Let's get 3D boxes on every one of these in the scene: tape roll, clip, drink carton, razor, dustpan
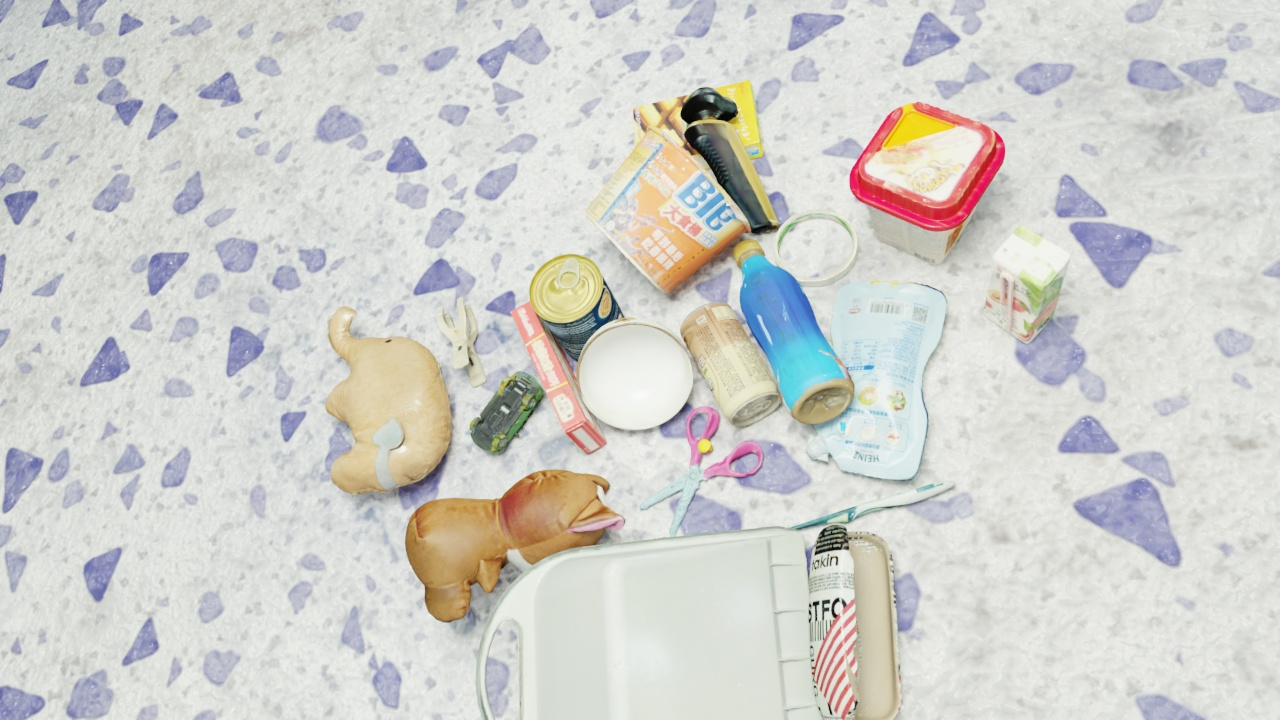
[{"bbox_3d":[0.180,-0.117,0.946,0.086,0.014,0.085,-6,66,14],"label":"tape roll"},{"bbox_3d":[-0.195,-0.022,1.006,0.035,0.072,0.100,-25,57,4],"label":"clip"},{"bbox_3d":[0.340,-0.064,0.814,0.053,0.122,0.045,40,84,26],"label":"drink carton"},{"bbox_3d":[0.099,-0.209,0.970,0.067,0.062,0.167,-25,84,-22],"label":"razor"},{"bbox_3d":[0.007,0.257,0.772,0.143,0.257,0.222,-26,61,51],"label":"dustpan"}]

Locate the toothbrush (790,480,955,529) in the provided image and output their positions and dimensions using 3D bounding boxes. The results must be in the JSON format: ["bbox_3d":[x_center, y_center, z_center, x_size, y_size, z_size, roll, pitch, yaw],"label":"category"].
[{"bbox_3d":[0.192,0.142,0.831,0.192,0.016,0.018,-19,73,9],"label":"toothbrush"}]

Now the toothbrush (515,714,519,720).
[{"bbox_3d":[-0.025,0.307,0.823,0.190,0.029,0.020,-15,22,11],"label":"toothbrush"}]

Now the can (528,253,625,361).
[{"bbox_3d":[-0.060,-0.049,0.936,0.075,0.111,0.075,-6,65,12],"label":"can"}]

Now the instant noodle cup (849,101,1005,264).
[{"bbox_3d":[0.272,-0.162,0.876,0.117,0.124,0.116,30,78,25],"label":"instant noodle cup"}]

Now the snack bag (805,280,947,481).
[{"bbox_3d":[0.221,0.017,0.863,0.110,0.039,0.190,8,72,21],"label":"snack bag"}]

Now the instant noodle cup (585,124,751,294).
[{"bbox_3d":[0.023,-0.147,0.939,0.111,0.151,0.151,-44,62,4],"label":"instant noodle cup"}]

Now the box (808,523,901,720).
[{"bbox_3d":[0.185,0.223,0.777,0.087,0.076,0.162,8,65,-18],"label":"box"}]

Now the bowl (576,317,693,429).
[{"bbox_3d":[-0.005,0.005,0.912,0.113,0.113,0.062,-19,21,8],"label":"bowl"}]

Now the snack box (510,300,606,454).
[{"bbox_3d":[-0.084,0.017,0.934,0.025,0.075,0.152,-29,63,2],"label":"snack box"}]

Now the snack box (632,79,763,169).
[{"bbox_3d":[0.063,-0.257,1.033,0.140,0.034,0.086,-9,66,11],"label":"snack box"}]

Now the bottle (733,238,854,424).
[{"bbox_3d":[0.138,-0.039,0.888,0.065,0.065,0.218,-24,50,6],"label":"bottle"}]

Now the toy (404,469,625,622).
[{"bbox_3d":[-0.114,0.167,0.857,0.199,0.130,0.140,-25,24,-7],"label":"toy"}]

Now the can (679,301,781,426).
[{"bbox_3d":[0.087,0.002,0.898,0.058,0.058,0.116,-28,62,3],"label":"can"}]

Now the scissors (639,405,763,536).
[{"bbox_3d":[0.062,0.112,0.885,0.113,0.017,0.134,18,78,18],"label":"scissors"}]

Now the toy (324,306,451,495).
[{"bbox_3d":[-0.274,0.034,0.983,0.143,0.082,0.225,-17,61,-1],"label":"toy"}]

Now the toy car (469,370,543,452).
[{"bbox_3d":[-0.138,0.055,0.956,0.043,0.036,0.091,33,79,25],"label":"toy car"}]
